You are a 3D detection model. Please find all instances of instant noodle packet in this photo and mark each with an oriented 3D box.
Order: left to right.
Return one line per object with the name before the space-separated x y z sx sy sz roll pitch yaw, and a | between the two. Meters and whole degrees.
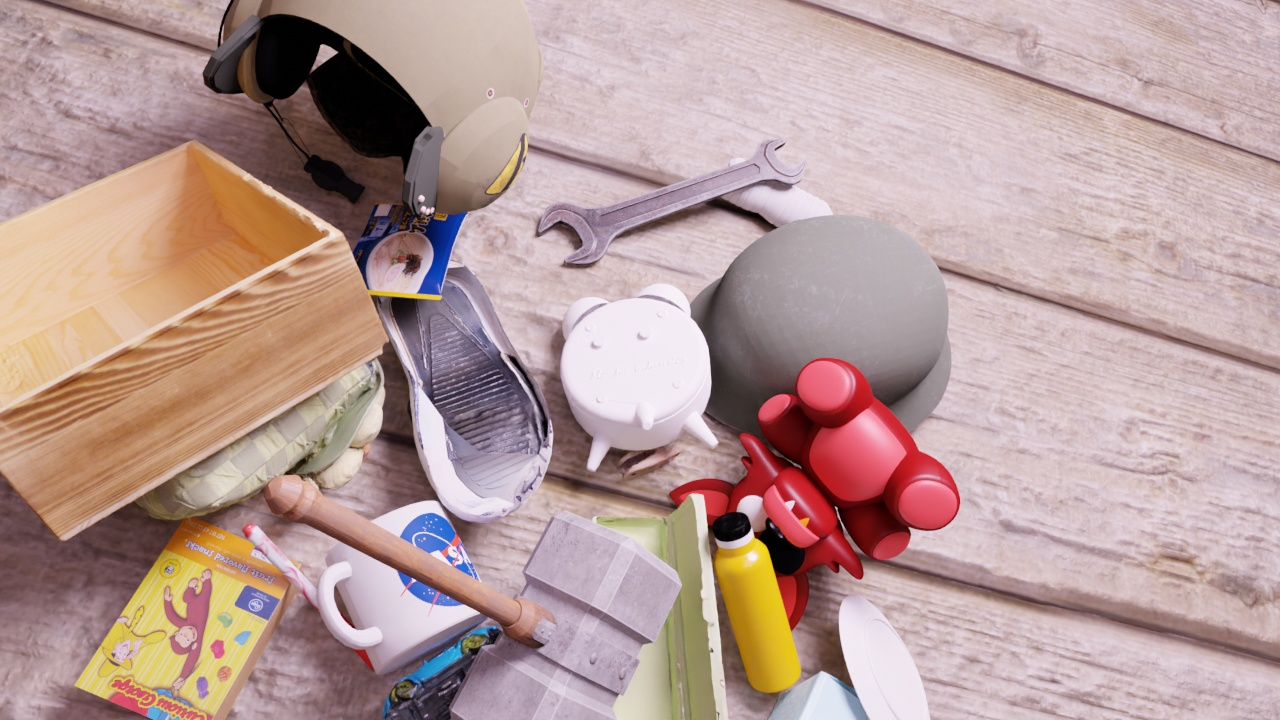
instant noodle packet | -0.204 -0.098 0.799 0.087 0.026 0.134 4 42 0

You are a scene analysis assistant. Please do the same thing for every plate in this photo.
plate | 0.197 0.246 0.719 0.134 0.011 0.134 42 30 -32

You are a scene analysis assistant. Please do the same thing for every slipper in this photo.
slipper | -0.146 0.023 0.759 0.111 0.063 0.263 -17 57 -20

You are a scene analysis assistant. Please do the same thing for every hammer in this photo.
hammer | -0.107 0.142 0.567 0.083 0.317 0.162 14 68 39

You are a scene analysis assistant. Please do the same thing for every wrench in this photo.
wrench | 0.034 -0.158 0.891 0.273 0.010 0.070 -21 75 -10

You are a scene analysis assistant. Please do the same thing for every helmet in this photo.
helmet | -0.192 -0.228 0.744 0.250 0.256 0.232 32 64 0
helmet | 0.164 -0.038 0.819 0.267 0.154 0.226 -14 68 -4

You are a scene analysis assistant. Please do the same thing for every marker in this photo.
marker | -0.232 0.169 0.653 0.012 0.013 0.142 -46 111 -29

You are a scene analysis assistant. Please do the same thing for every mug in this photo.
mug | -0.175 0.164 0.652 0.121 0.091 0.090 -6 61 -56

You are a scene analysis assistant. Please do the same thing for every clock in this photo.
clock | -0.005 0.004 0.777 0.125 0.073 0.160 -11 57 0

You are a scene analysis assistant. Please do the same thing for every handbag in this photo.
handbag | -0.267 0.062 0.673 0.117 0.113 0.185 56 48 -16

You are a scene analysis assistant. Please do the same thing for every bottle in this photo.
bottle | 0.087 0.185 0.707 0.043 0.043 0.144 -26 111 -25
bottle | 0.145 -0.158 0.934 0.136 0.044 0.044 27 61 -1

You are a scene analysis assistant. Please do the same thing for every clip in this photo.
clip | 0.009 0.085 0.791 0.049 0.026 0.061 30 53 -4

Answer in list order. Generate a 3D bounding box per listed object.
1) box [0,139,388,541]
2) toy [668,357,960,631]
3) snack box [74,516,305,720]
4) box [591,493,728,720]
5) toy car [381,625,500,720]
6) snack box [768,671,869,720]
box | -0.390 -0.109 0.552 0.285 0.337 0.279 -37 46 -25
toy | 0.136 0.108 0.734 0.158 0.198 0.120 49 20 8
snack box | -0.310 0.187 0.643 0.088 0.040 0.125 24 61 -3
box | 0.006 0.202 0.701 0.082 0.098 0.187 3 61 -14
toy car | -0.140 0.232 0.666 0.105 0.048 0.032 -32 31 -27
snack box | 0.102 0.316 0.659 0.053 0.075 0.174 34 52 4
